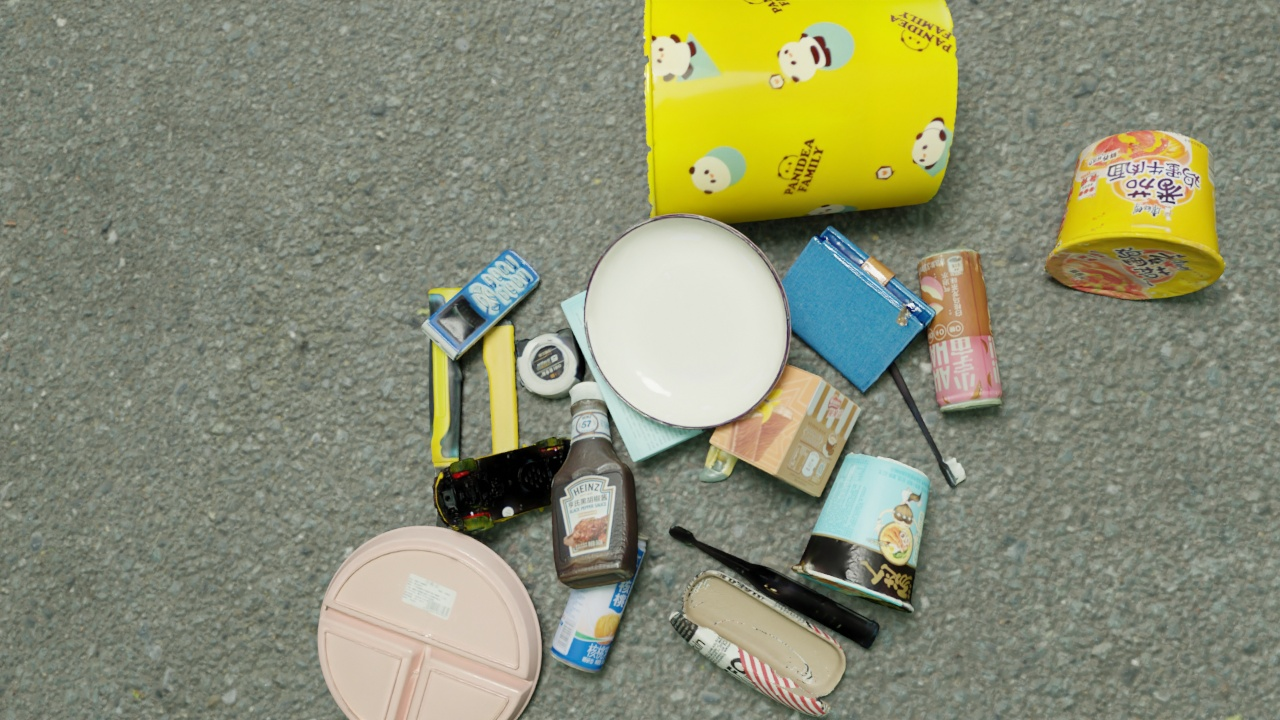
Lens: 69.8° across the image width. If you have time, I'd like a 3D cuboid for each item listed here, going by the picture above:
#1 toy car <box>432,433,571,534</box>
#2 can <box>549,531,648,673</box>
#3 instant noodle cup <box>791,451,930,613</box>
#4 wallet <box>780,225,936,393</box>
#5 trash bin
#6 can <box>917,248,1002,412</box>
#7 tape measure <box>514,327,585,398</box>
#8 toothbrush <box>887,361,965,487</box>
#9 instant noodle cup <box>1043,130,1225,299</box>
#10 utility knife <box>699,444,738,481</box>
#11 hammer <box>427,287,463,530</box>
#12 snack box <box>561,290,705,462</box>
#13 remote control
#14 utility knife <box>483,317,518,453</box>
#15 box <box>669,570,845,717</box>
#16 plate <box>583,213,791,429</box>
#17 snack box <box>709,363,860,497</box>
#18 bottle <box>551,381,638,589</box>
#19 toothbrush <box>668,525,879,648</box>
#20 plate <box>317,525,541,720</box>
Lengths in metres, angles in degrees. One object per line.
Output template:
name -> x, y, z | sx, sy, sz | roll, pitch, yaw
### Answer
toy car -> -0.123, 0.120, 0.895 | 0.155, 0.041, 0.071 | -15, 84, -21
can -> -0.039, 0.223, 0.876 | 0.053, 0.053, 0.134 | 20, 85, 11
instant noodle cup -> 0.206, 0.150, 0.827 | 0.111, 0.111, 0.120 | 18, 78, 11
wallet -> 0.196, -0.049, 0.871 | 0.133, 0.040, 0.107 | 42, 120, 13
trash bin -> 0.134, -0.232, 0.835 | 0.255, 0.229, 0.229 | -1, 82, 3
can -> 0.298, -0.027, 0.857 | 0.058, 0.058, 0.147 | -7, 81, 7
tape measure -> -0.090, 0.005, 0.925 | 0.066, 0.033, 0.066 | -12, 78, 9
toothbrush -> 0.259, 0.036, 0.876 | 0.018, 0.016, 0.181 | -27, 80, -2
instant noodle cup -> 0.442, -0.130, 0.817 | 0.138, 0.138, 0.109 | 10, 76, 10
utility knife -> 0.102, 0.045, 0.902 | 0.031, 0.018, 0.167 | 23, 82, 5
hammer -> -0.201, 0.086, 0.931 | 0.126, 0.032, 0.323 | -3, 82, 7
snack box -> -0.005, 0.005, 0.889 | 0.074, 0.051, 0.175 | -25, 87, 10
remote control -> -0.160, -0.057, 0.930 | 0.049, 0.024, 0.124 | 44, 69, 3
utility knife -> -0.141, 0.053, 0.934 | 0.033, 0.015, 0.209 | -5, 81, 7
box -> 0.110, 0.256, 0.846 | 0.163, 0.076, 0.087 | 27, 65, 12
plate -> 0.043, -0.035, 0.815 | 0.193, 0.039, 0.192 | 6, 107, 22
snack box -> 0.134, 0.059, 0.841 | 0.077, 0.092, 0.094 | 24, 86, 41
bottle -> -0.045, 0.112, 0.864 | 0.080, 0.044, 0.194 | -14, 59, 17
toothbrush -> 0.122, 0.209, 0.868 | 0.213, 0.027, 0.026 | 26, 101, 12
plate -> -0.209, 0.275, 0.887 | 0.230, 0.028, 0.229 | 0, 93, 10
